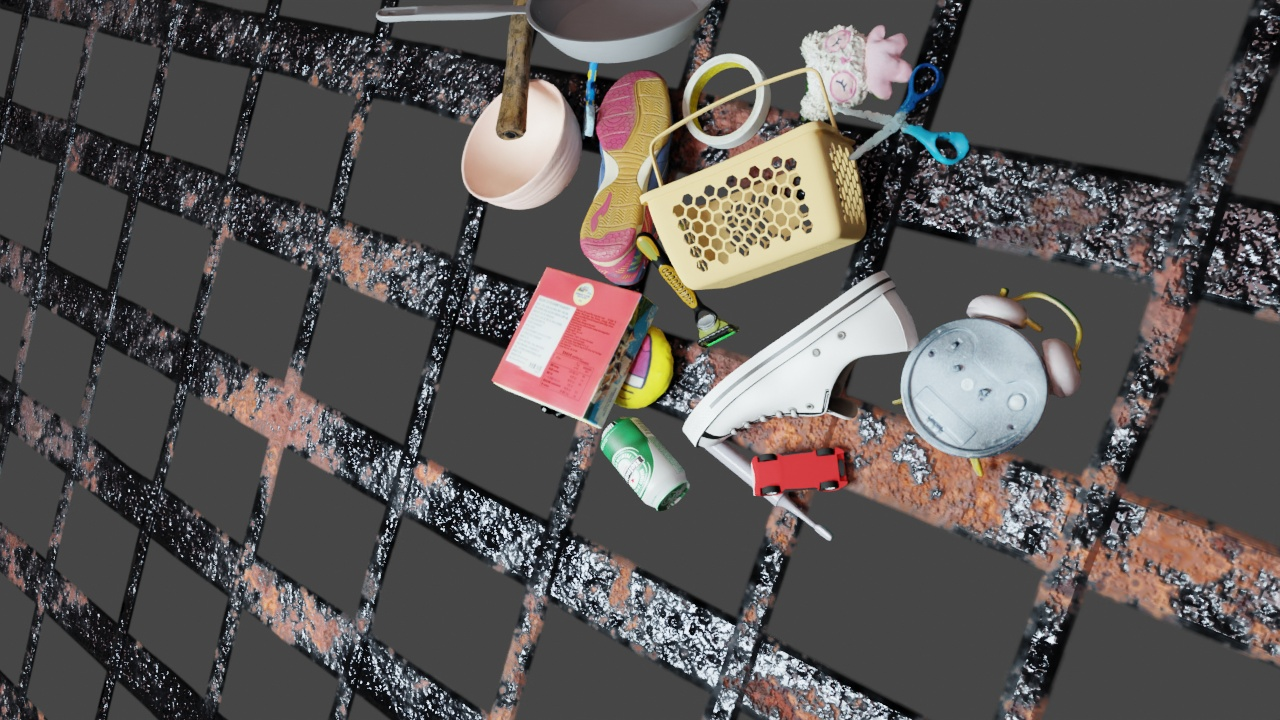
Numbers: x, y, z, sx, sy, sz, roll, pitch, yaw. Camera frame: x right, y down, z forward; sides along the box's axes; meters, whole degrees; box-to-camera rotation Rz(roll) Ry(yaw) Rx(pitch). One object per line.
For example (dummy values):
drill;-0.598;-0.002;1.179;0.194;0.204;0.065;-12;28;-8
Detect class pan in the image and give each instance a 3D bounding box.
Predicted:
pan;-0.095;-0.362;0.954;0.357;0.051;0.200;-6;46;6

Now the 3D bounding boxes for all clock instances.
clock;0.300;0.010;0.779;0.117;0.058;0.158;46;110;24

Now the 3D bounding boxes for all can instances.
can;0.003;0.106;0.959;0.101;0.053;0.053;48;111;25

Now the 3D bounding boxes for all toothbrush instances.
toothbrush;0.115;0.117;0.909;0.188;0.019;0.018;38;120;28

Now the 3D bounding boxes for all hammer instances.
hammer;-0.123;-0.398;1.032;0.120;0.033;0.329;-9;67;31

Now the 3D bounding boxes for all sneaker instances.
sneaker;0.153;0.025;0.859;0.246;0.091;0.097;-37;82;22
sneaker;-0.011;-0.194;0.979;0.116;0.091;0.241;0;68;26

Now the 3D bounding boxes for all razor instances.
razor;0.042;-0.072;0.918;0.044;0.021;0.144;-27;117;27

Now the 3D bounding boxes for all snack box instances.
snack box;-0.072;-0.017;0.978;0.143;0.040;0.145;19;80;39

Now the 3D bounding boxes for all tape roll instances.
tape roll;0.088;-0.267;0.948;0.094;0.019;0.094;-2;87;31

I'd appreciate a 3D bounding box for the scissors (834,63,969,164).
scissors;0.235;-0.223;0.827;0.129;0.014;0.118;8;80;-4

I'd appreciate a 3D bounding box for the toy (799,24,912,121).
toy;0.202;-0.279;0.870;0.109;0.041;0.095;-5;83;25

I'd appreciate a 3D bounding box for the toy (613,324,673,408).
toy;-0.006;0.006;0.977;0.095;0.041;0.094;35;100;33

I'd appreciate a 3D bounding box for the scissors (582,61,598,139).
scissors;-0.053;-0.291;1.001;0.126;0.013;0.130;103;172;-49

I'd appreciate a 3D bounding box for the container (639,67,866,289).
container;0.106;-0.169;0.866;0.184;0.129;0.167;-19;87;29

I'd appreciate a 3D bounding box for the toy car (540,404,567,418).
toy car;-0.102;0.028;1.037;0.092;0.036;0.042;43;106;31

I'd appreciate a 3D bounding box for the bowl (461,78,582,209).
bowl;-0.122;-0.231;1.033;0.153;0.076;0.152;-16;62;32

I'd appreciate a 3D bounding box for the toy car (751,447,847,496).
toy car;0.150;0.107;0.876;0.089;0.025;0.038;-7;69;11
